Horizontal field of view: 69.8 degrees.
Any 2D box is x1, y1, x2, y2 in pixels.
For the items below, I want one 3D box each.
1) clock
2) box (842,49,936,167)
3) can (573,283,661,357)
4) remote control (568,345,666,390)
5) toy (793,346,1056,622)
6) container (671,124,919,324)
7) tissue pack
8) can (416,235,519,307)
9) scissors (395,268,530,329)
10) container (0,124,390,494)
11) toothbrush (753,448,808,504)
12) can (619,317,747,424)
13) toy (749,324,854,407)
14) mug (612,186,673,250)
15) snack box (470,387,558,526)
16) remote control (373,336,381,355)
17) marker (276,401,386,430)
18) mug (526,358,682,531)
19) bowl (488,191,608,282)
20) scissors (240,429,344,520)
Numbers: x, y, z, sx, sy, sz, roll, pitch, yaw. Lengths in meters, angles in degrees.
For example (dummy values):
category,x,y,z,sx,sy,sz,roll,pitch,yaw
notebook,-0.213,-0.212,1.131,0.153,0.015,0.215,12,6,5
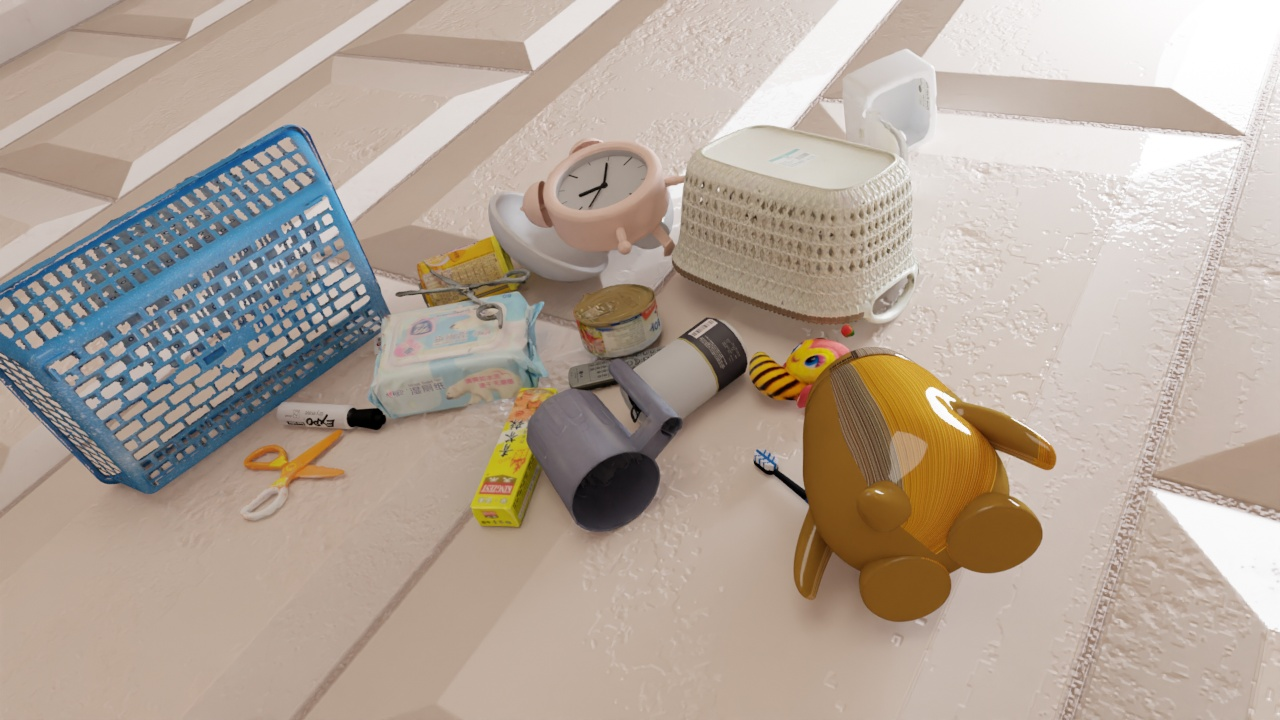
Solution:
category,x,y,z,sx,sy,sz,roll,pitch,yaw
clock,-0.036,-0.173,0.999,0.160,0.086,0.130,27,63,27
box,0.295,-0.267,1.045,0.126,0.109,0.136,-25,41,-8
can,-0.023,-0.042,0.943,0.086,0.043,0.086,-11,31,6
remote control,-0.005,0.005,0.918,0.136,0.013,0.033,-14,41,3
toy,0.191,0.075,0.688,0.199,0.162,0.203,-37,29,20
container,0.155,-0.141,0.928,0.246,0.143,0.184,24,42,36
tissue pack,-0.185,-0.009,0.950,0.182,0.070,0.112,-11,41,5
can,-0.198,-0.097,1.051,0.105,0.068,0.067,-20,42,-2
scissors,-0.177,-0.069,0.954,0.141,0.014,0.173,-16,33,-17
container,-0.425,-0.038,0.925,0.089,0.257,0.361,33,61,32
toothbrush,0.150,0.121,0.745,0.014,0.014,0.168,-25,41,-26
can,0.037,0.016,0.855,0.127,0.064,0.064,-35,45,-20
toy,0.152,0.007,0.844,0.103,0.046,0.084,-15,48,7
mug,-0.010,-0.165,1.075,0.107,0.071,0.089,-34,46,22
snack box,-0.112,0.087,0.853,0.040,0.029,0.147,0,44,18
remote control,-0.240,-0.032,1.036,0.124,0.012,0.028,-19,42,-2
marker,-0.321,0.058,0.955,0.126,0.025,0.025,2,45,20
mug,-0.031,0.068,0.792,0.124,0.083,0.104,-52,42,8
bowl,-0.111,-0.131,1.040,0.149,0.043,0.149,27,27,-15
scissors,-0.351,0.114,0.915,0.125,0.011,0.127,0,46,20
